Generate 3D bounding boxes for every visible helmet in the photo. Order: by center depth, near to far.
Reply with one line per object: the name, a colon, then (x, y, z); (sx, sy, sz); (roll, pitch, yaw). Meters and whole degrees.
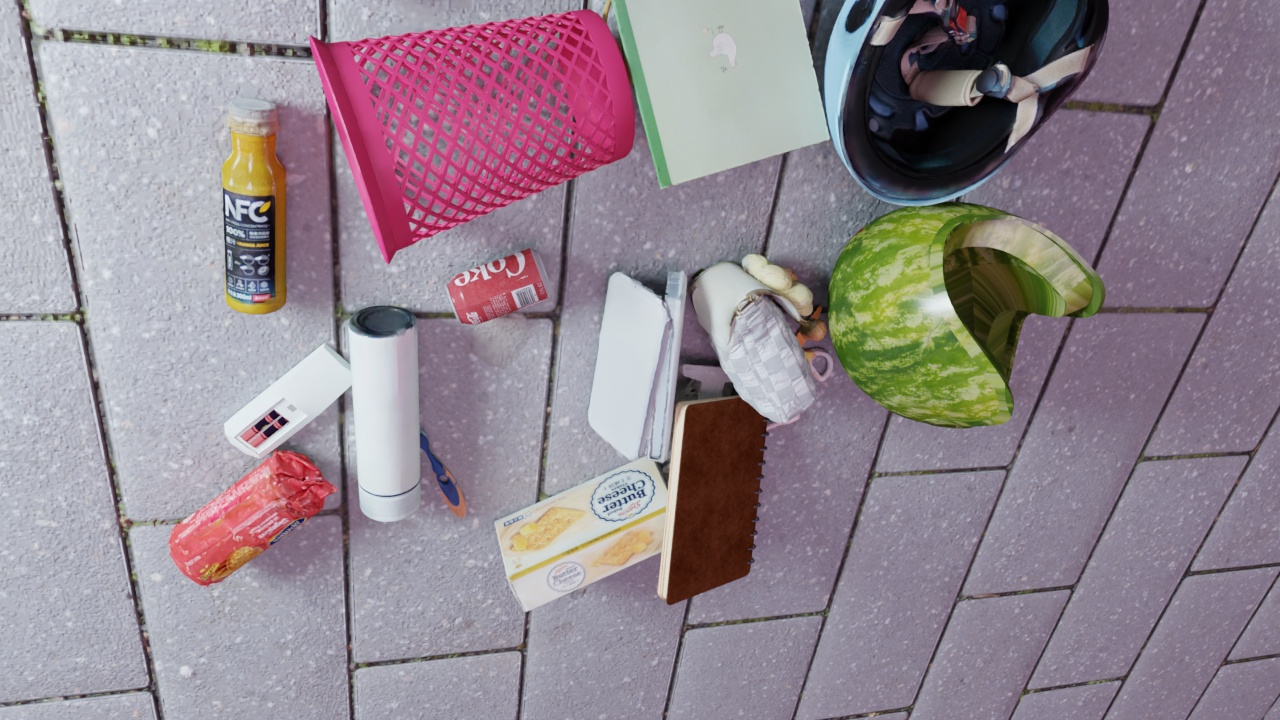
helmet: (0.273, -0.276, 0.837); (0.225, 0.166, 0.266); (28, 107, -28)
helmet: (0.310, -0.046, 0.953); (0.243, 0.247, 0.212); (43, 72, 4)

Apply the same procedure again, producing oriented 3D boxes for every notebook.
notebook: (0.061, -0.289, 0.770); (0.181, 0.010, 0.252); (-21, 102, -25)
notebook: (0.087, 0.152, 1.049); (0.167, 0.024, 0.225); (-5, 103, -48)

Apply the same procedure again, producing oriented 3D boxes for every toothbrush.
toothbrush: (-0.224, 0.128, 1.029); (0.021, 0.017, 0.135); (-18, 127, -1)
toothbrush: (0.109, 0.096, 1.112); (0.181, 0.015, 0.018); (-23, 118, -3)

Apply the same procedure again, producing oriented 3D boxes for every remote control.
remote control: (-0.356, 0.046, 0.929); (0.143, 0.024, 0.049); (-37, 124, 7)

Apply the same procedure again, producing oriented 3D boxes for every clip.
clip: (0.077, 0.030, 1.042); (0.101, 0.038, 0.054); (4, 126, -38)

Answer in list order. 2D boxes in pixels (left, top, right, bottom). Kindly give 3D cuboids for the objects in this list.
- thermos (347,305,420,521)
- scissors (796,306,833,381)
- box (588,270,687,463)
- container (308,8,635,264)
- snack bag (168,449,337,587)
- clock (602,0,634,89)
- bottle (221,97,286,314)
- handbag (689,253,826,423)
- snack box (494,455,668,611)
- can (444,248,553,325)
thermos: (-0.260, 0.059, 0.942); (0.068, 0.068, 0.230); (-3, 122, -16)
scissors: (0.184, -0.009, 1.071); (0.129, 0.011, 0.125); (17, 116, -27)
box: (-0.012, 0.006, 0.977); (0.110, 0.107, 0.217); (4, 120, -1)
container: (-0.132, -0.202, 0.767); (0.225, 0.183, 0.183); (-19, 125, -14)
snack bag: (-0.409, 0.163, 0.955); (0.176, 0.082, 0.082); (-35, 124, 5)
clock: (0.034, -0.273, 0.811); (0.158, 0.081, 0.117); (24, 82, -26)
bottle: (-0.338, -0.133, 0.806); (0.053, 0.053, 0.186); (2, 120, -19)
handbag: (0.138, -0.027, 0.982); (0.123, 0.112, 0.171); (-34, 120, -8)
snack box: (-0.059, 0.198, 1.068); (0.208, 0.104, 0.057); (-23, 126, -2)
can: (-0.139, -0.072, 0.906); (0.096, 0.054, 0.054); (-20, 125, -4)
